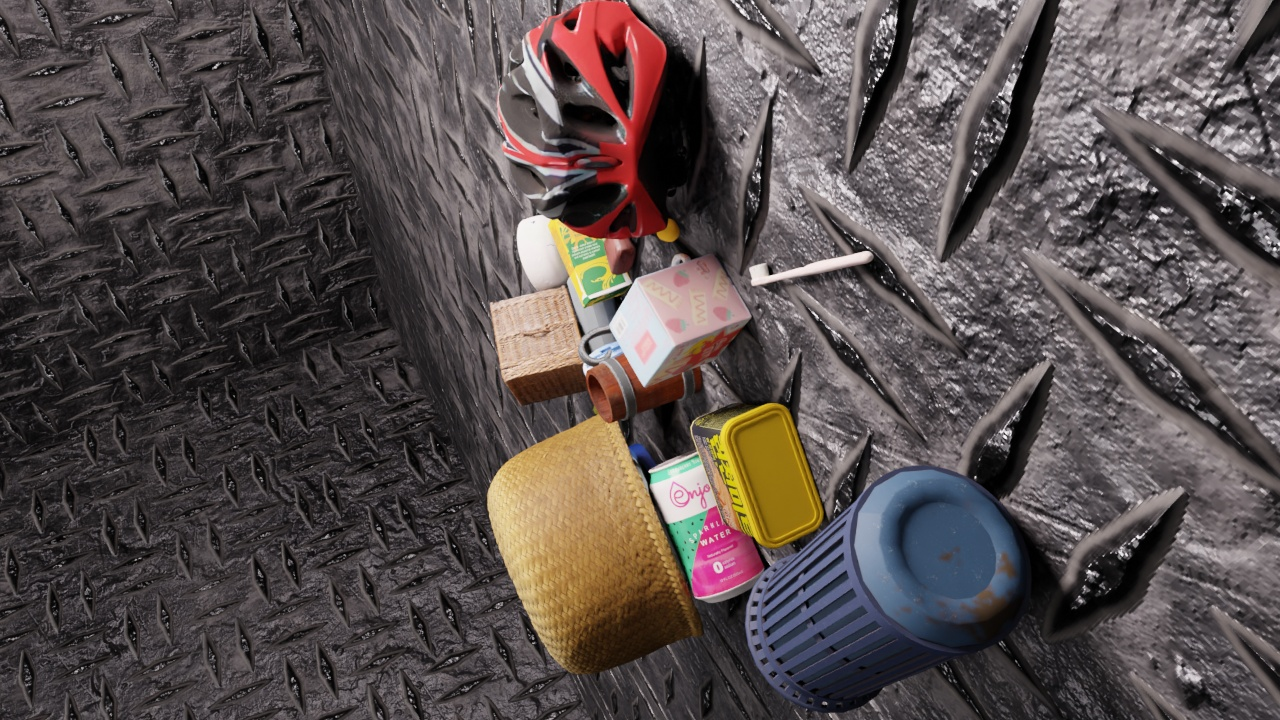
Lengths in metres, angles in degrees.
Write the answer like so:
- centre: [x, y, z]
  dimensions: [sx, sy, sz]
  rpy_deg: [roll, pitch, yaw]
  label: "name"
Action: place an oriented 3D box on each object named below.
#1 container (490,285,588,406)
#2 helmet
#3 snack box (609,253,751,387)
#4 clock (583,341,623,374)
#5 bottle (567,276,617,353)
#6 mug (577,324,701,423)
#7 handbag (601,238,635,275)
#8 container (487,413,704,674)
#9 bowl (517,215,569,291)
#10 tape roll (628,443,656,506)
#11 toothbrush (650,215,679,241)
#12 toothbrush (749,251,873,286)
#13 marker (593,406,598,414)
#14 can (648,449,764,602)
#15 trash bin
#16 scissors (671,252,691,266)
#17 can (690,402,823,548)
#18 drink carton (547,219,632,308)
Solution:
- centre: [-0.135, -0.016, 1.287]
  dimensions: [0.199, 0.114, 0.112]
  rpy_deg: [89, 168, -76]
  label: "container"
- centre: [-0.053, -0.230, 0.887]
  dimensions: [0.271, 0.167, 0.218]
  rpy_deg: [-119, 23, -57]
  label: "helmet"
- centre: [0.038, -0.038, 0.895]
  dimensions: [0.079, 0.094, 0.093]
  rpy_deg: [60, 151, 15]
  label: "snack box"
- centre: [-0.017, 0.022, 1.134]
  dimensions: [0.125, 0.088, 0.052]
  rpy_deg: [43, 155, 54]
  label: "clock"
- centre: [-0.050, -0.037, 1.221]
  dimensions: [0.072, 0.046, 0.161]
  rpy_deg: [24, 133, 64]
  label: "bottle"
- centre: [-0.006, 0.006, 1.051]
  dimensions: [0.117, 0.111, 0.082]
  rpy_deg: [61, 160, 19]
  label: "mug"
- centre: [-0.041, -0.164, 1.100]
  dimensions: [0.055, 0.029, 0.119]
  rpy_deg: [110, 140, -59]
  label: "handbag"
- centre: [-0.065, 0.234, 1.169]
  dimensions: [0.307, 0.196, 0.307]
  rpy_deg: [156, 91, -85]
  label: "container"
- centre: [-0.121, -0.148, 1.242]
  dimensions: [0.104, 0.054, 0.105]
  rpy_deg: [-15, -90, -73]
  label: "bowl"
- centre: [0.005, 0.167, 1.338]
  dimensions: [0.091, 0.016, 0.093]
  rpy_deg: [48, 153, 45]
  label: "tape roll"
- centre: [-0.008, -0.169, 0.995]
  dimensions: [0.196, 0.030, 0.031]
  rpy_deg: [46, 162, 52]
  label: "toothbrush"
- centre: [0.133, -0.076, 0.739]
  dimensions: [0.181, 0.015, 0.018]
  rpy_deg: [180, 75, -70]
  label: "toothbrush"
- centre: [-0.050, 0.044, 1.351]
  dimensions: [0.017, 0.021, 0.124]
  rpy_deg: [60, 156, 22]
  label: "marker"
- centre: [0.075, 0.191, 1.069]
  dimensions: [0.166, 0.088, 0.088]
  rpy_deg: [67, 161, 3]
  label: "can"
- centre: [0.181, 0.181, 0.706]
  dimensions: [0.139, 0.139, 0.250]
  rpy_deg: [61, 158, 21]
  label: "trash bin"
- centre: [0.052, -0.057, 0.979]
  dimensions: [0.125, 0.011, 0.129]
  rpy_deg: [45, 148, 45]
  label: "scissors"
- centre: [0.112, 0.109, 0.912]
  dimensions: [0.131, 0.072, 0.101]
  rpy_deg: [70, 163, -6]
  label: "can"
- centre: [-0.065, -0.134, 1.135]
  dimensions: [0.122, 0.058, 0.041]
  rpy_deg: [66, 161, 5]
  label: "drink carton"
